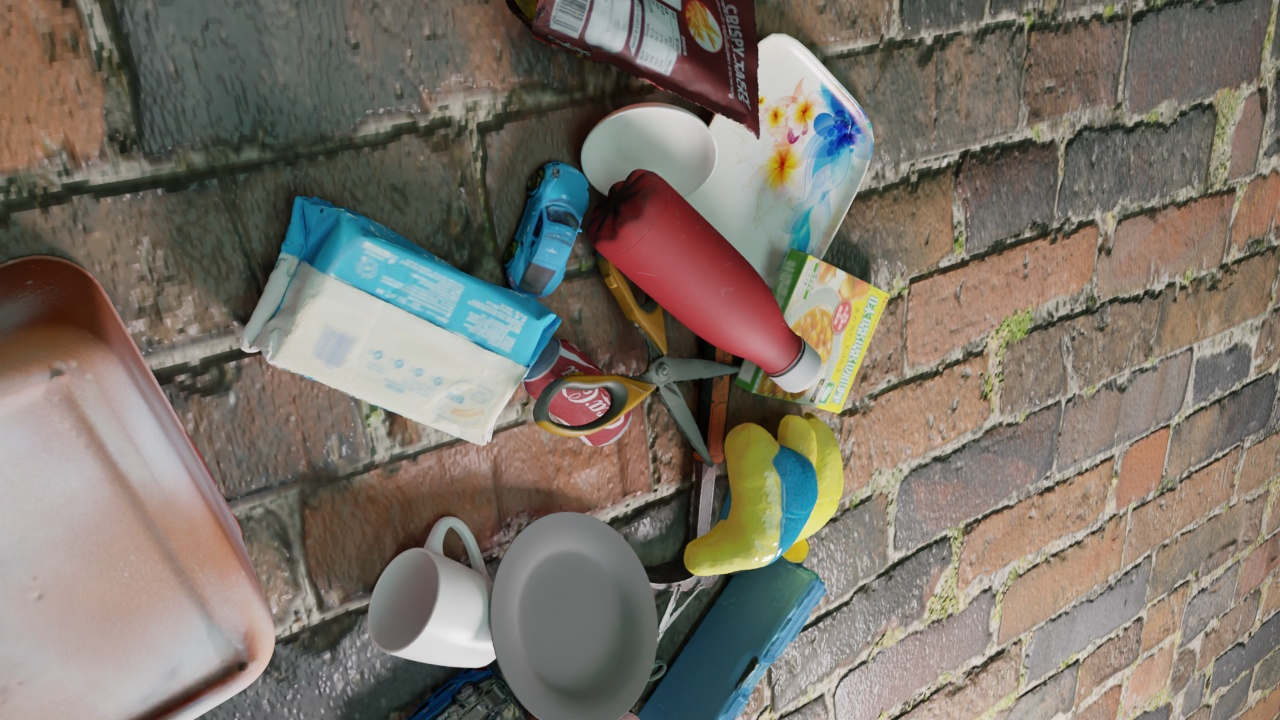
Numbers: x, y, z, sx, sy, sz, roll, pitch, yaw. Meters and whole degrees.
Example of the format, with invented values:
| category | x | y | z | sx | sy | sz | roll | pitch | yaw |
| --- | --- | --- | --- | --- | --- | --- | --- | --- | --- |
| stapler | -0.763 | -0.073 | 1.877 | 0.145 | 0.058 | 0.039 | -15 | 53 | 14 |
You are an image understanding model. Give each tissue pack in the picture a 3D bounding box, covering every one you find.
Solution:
| category | x | y | z | sx | sy | sz | roll | pitch | yaw |
| --- | --- | --- | --- | --- | --- | --- | --- | --- | --- |
| tissue pack | -0.165 | -0.024 | 0.643 | 0.209 | 0.066 | 0.117 | 26 | 93 | -36 |

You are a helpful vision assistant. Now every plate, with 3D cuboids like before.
| category | x | y | z | sx | sy | sz | roll | pitch | yaw |
| --- | --- | --- | --- | --- | --- | --- | --- | --- | --- |
| plate | -0.054 | 0.217 | 0.771 | 0.178 | 0.012 | 0.178 | 21 | 58 | -38 |
| plate | 0.006 | -0.162 | 0.702 | 0.104 | 0.026 | 0.104 | -2 | 147 | -1 |
| plate | 0.120 | -0.167 | 0.802 | 0.186 | 0.016 | 0.187 | 30 | 87 | -39 |

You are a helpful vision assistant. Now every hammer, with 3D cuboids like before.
| category | x | y | z | sx | sy | sz | roll | pitch | yaw |
| --- | --- | --- | --- | --- | --- | --- | --- | --- | --- |
| hammer | 0.053 | 0.070 | 0.845 | 0.137 | 0.035 | 0.315 | -8 | 111 | -31 |

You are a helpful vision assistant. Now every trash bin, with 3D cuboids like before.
| category | x | y | z | sx | sy | sz | roll | pitch | yaw |
| --- | --- | --- | --- | --- | --- | --- | --- | --- | --- |
| trash bin | -0.341 | 0.094 | 0.514 | 0.181 | 0.157 | 0.260 | -28 | 121 | -23 |

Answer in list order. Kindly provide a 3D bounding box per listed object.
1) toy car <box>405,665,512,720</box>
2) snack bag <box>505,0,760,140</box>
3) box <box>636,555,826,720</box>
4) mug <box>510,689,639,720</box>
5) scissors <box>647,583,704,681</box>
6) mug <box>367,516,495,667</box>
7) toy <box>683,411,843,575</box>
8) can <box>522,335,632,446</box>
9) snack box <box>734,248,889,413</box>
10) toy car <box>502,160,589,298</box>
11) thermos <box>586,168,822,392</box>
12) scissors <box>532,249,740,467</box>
| category | x | y | z | sx | sy | sz | roll | pitch | yaw |
| --- | --- | --- | --- | --- | --- | --- | --- | --- | --- |
| toy car | -0.167 | 0.311 | 0.785 | 0.120 | 0.044 | 0.056 | -39 | 125 | -17 |
| snack bag | 0.009 | -0.248 | 0.654 | 0.207 | 0.067 | 0.138 | 6 | 69 | -33 |
| box | 0.112 | 0.311 | 0.944 | 0.112 | 0.094 | 0.231 | 37 | 85 | -40 |
| mug | -0.057 | 0.331 | 0.826 | 0.079 | 0.107 | 0.116 | -23 | 119 | -25 |
| scissors | 0.000 | 0.276 | 0.883 | 0.146 | 0.014 | 0.142 | -20 | 134 | -22 |
| mug | -0.152 | 0.185 | 0.735 | 0.087 | 0.081 | 0.114 | 36 | 56 | -43 |
| toy | 0.131 | 0.122 | 0.839 | 0.213 | 0.084 | 0.149 | 4 | 106 | -61 |
| can | -0.052 | 0.025 | 0.744 | 0.054 | 0.054 | 0.096 | -50 | 127 | -7 |
| snack box | 0.166 | -0.022 | 0.867 | 0.167 | 0.027 | 0.132 | 13 | 101 | -50 |
| toy car | -0.069 | -0.098 | 0.698 | 0.048 | 0.032 | 0.105 | 16 | 97 | -36 |
| thermos | 0.063 | -0.052 | 0.738 | 0.240 | 0.073 | 0.073 | 39 | 84 | -28 |
| scissors | -0.003 | 0.004 | 0.735 | 0.228 | 0.016 | 0.225 | -36 | 106 | -39 |
